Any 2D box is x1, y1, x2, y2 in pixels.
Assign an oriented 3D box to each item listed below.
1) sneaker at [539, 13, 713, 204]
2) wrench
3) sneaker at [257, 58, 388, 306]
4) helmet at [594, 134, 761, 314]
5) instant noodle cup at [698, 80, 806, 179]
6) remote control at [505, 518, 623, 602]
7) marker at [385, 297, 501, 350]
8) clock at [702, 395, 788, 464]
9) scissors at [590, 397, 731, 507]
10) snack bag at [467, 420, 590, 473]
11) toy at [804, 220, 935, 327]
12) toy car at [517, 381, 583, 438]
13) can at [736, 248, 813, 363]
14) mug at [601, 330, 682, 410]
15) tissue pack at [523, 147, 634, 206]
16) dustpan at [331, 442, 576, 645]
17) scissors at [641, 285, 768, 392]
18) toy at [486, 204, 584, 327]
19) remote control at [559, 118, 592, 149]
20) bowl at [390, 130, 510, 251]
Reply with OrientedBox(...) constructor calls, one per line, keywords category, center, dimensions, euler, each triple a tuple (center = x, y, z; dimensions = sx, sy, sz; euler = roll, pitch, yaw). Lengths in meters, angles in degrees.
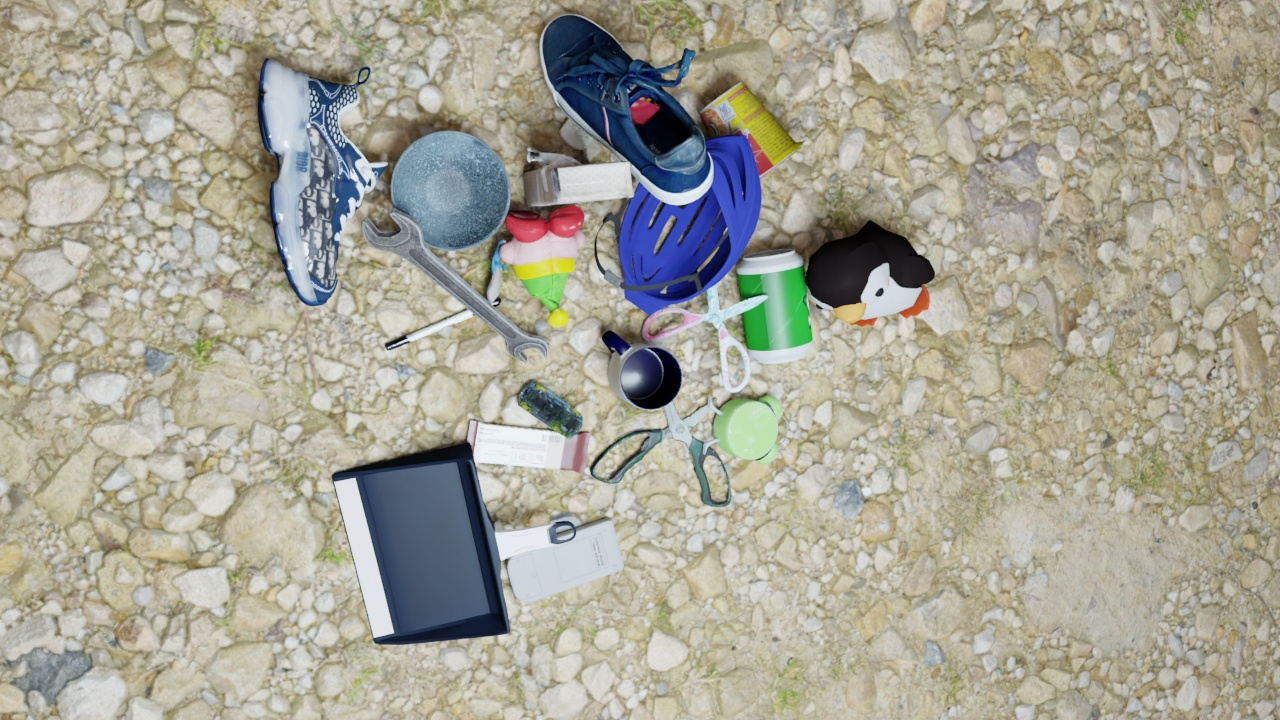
OrientedBox(category="sneaker", center=(-0.021, -0.312, 1.026), dimensions=(0.120, 0.127, 0.294), euler=(-35, 67, -7))
OrientedBox(category="wrench", center=(-0.214, -0.083, 1.093), dimensions=(0.070, 0.010, 0.273), euler=(-27, 125, 33))
OrientedBox(category="sneaker", center=(-0.349, -0.198, 1.031), dimensions=(0.132, 0.103, 0.269), euler=(-7, 98, -23))
OrientedBox(category="helmet", center=(0.040, -0.158, 1.085), dimensions=(0.148, 0.227, 0.242), euler=(36, 115, 13))
OrientedBox(category="instant noodle cup", center=(0.131, -0.285, 1.161), dimensions=(0.100, 0.100, 0.112), euler=(-38, 99, -8))
OrientedBox(category="remote control", center=(-0.101, 0.265, 1.215), dimensions=(0.151, 0.019, 0.074), euler=(-17, 103, -14))
OrientedBox(category="marker", center=(-0.241, -0.045, 1.127), dimensions=(0.152, 0.011, 0.011), euler=(-24, 105, -11))
OrientedBox(category="clock", center=(0.149, 0.094, 1.245), dimensions=(0.119, 0.043, 0.094), euler=(3, 94, -25))
OrientedBox(category="scissors", center=(0.033, 0.134, 1.237), dimensions=(0.205, 0.015, 0.202), euler=(-25, 103, -11))
OrientedBox(category="snack bag", center=(-0.144, 0.112, 1.180), dimensions=(0.157, 0.013, 0.057), euler=(7, 97, -18))
OrientedBox(category="toy", center=(0.277, -0.118, 1.177), dimensions=(0.183, 0.159, 0.140), euler=(-5, 84, -55))
OrientedBox(category="toy car", center=(-0.115, 0.063, 1.173), dimensions=(0.090, 0.027, 0.038), euler=(36, 82, -11))
OrientedBox(category="can", center=(0.177, -0.072, 1.207), dimensions=(0.087, 0.088, 0.140), euler=(-12, 102, -15))
OrientedBox(category="mug", center=(-0.007, 0.007, 1.157), dimensions=(0.078, 0.097, 0.112), euler=(-43, 100, -6))
OrientedBox(category="tissue pack", center=(-0.081, -0.211, 1.057), dimensions=(0.103, 0.181, 0.071), euler=(-7, 104, -15))
OrientedBox(category="dustpan", center=(-0.218, 0.229, 1.132), dimensions=(0.273, 0.080, 0.236), euler=(-12, 103, -11))
OrientedBox(category="scissors", center=(0.089, -0.036, 1.177), dimensions=(0.171, 0.013, 0.177), euler=(-21, 80, 13))
OrientedBox(category="toy", center=(-0.122, -0.114, 1.113), dimensions=(0.124, 0.097, 0.132), euler=(-11, 129, -24))
OrientedBox(category="remote control", center=(-0.053, -0.318, 1.135), dimensions=(0.038, 0.018, 0.125), euler=(35, 87, -19))
OrientedBox(category="bowl", center=(-0.225, -0.199, 1.082), dimensions=(0.137, 0.057, 0.137), euler=(-3, 100, -16))
